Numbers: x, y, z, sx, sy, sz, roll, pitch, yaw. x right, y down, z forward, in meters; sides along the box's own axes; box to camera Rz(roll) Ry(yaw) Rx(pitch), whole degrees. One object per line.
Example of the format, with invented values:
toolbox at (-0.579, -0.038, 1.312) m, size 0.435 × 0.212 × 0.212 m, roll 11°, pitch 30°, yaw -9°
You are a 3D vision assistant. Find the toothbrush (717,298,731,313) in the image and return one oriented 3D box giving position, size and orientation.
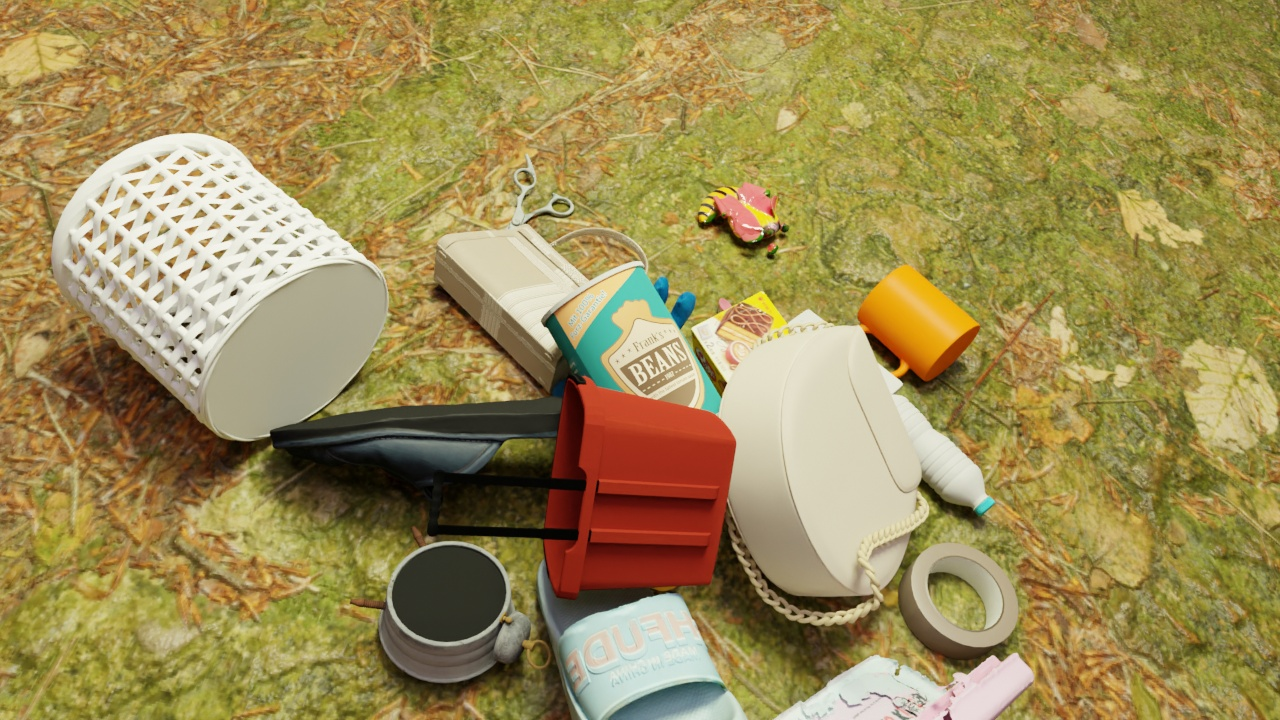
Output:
toothbrush at (0.114, -0.010, 0.931) m, size 0.021 × 0.016 × 0.135 m, roll -19°, pitch 61°, yaw -23°

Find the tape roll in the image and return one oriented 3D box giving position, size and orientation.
tape roll at (0.271, 0.205, 0.785) m, size 0.093 × 0.030 × 0.093 m, roll 5°, pitch 52°, yaw -7°

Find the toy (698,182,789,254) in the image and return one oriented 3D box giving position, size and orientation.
toy at (0.117, -0.165, 1.034) m, size 0.103 × 0.046 × 0.084 m, roll 23°, pitch 65°, yaw 13°

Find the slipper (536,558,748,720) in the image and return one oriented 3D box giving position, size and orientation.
slipper at (-0.014, 0.197, 0.656) m, size 0.104 × 0.074 × 0.245 m, roll -13°, pitch 28°, yaw -20°

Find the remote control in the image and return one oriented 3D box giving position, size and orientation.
remote control at (0.207, -0.005, 0.937) m, size 0.033 × 0.012 × 0.131 m, roll -34°, pitch 60°, yaw -23°

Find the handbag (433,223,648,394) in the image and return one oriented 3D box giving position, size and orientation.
handbag at (-0.074, -0.083, 0.927) m, size 0.175 × 0.062 × 0.197 m, roll 43°, pitch 52°, yaw 19°

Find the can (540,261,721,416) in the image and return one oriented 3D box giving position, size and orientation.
can at (-0.005, 0.004, 0.769) m, size 0.099 × 0.099 × 0.144 m, roll -28°, pitch 84°, yaw -28°

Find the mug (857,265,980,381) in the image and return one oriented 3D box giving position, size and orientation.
mug at (0.272, -0.027, 0.944) m, size 0.112 × 0.077 × 0.096 m, roll -41°, pitch 67°, yaw -3°

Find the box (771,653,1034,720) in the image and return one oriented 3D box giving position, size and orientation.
box at (0.176, 0.246, 0.647) m, size 0.200 × 0.111 × 0.101 m, roll -8°, pitch 43°, yaw -46°

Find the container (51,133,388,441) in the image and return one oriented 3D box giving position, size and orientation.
container at (-0.344, -0.060, 0.769) m, size 0.187 × 0.190 × 0.188 m, roll 37°, pitch 55°, yaw 16°

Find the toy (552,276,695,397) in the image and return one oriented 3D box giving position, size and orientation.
toy at (-0.009, 0.006, 0.855) m, size 0.113 × 0.071 × 0.176 m, roll 25°, pitch 73°, yaw 6°

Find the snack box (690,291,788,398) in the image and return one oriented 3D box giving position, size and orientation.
snack box at (0.110, 0.003, 0.878) m, size 0.083 × 0.061 × 0.105 m, roll -27°, pitch 62°, yaw -8°

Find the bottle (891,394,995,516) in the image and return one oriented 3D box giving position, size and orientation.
bottle at (0.276, 0.090, 0.866) m, size 0.044 × 0.044 × 0.136 m, roll -28°, pitch 63°, yaw -28°

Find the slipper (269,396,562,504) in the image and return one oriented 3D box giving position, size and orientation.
slipper at (-0.173, 0.080, 0.753) m, size 0.266 × 0.109 × 0.083 m, roll -3°, pitch 95°, yaw 5°

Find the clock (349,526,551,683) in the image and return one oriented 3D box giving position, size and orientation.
clock at (-0.134, 0.195, 0.697) m, size 0.148 × 0.056 × 0.103 m, roll 23°, pitch 43°, yaw 13°

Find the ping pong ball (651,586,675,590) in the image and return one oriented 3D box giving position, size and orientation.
ping pong ball at (0.018, 0.169, 0.757) m, size 0.040 × 0.040 × 0.040 m, roll 5°, pitch 52°, yaw -7°

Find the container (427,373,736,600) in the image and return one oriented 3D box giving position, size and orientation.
container at (-0.046, 0.088, 0.651) m, size 0.200 × 0.148 × 0.127 m, roll 7°, pitch 11°, yaw -13°

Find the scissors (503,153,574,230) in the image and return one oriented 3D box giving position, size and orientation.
scissors at (-0.139, -0.161, 0.995) m, size 0.152 × 0.014 × 0.130 m, roll -28°, pitch 72°, yaw -30°

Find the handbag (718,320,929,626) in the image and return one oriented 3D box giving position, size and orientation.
handbag at (0.156, 0.081, 0.751) m, size 0.207 × 0.104 × 0.211 m, roll -45°, pitch 114°, yaw -45°
